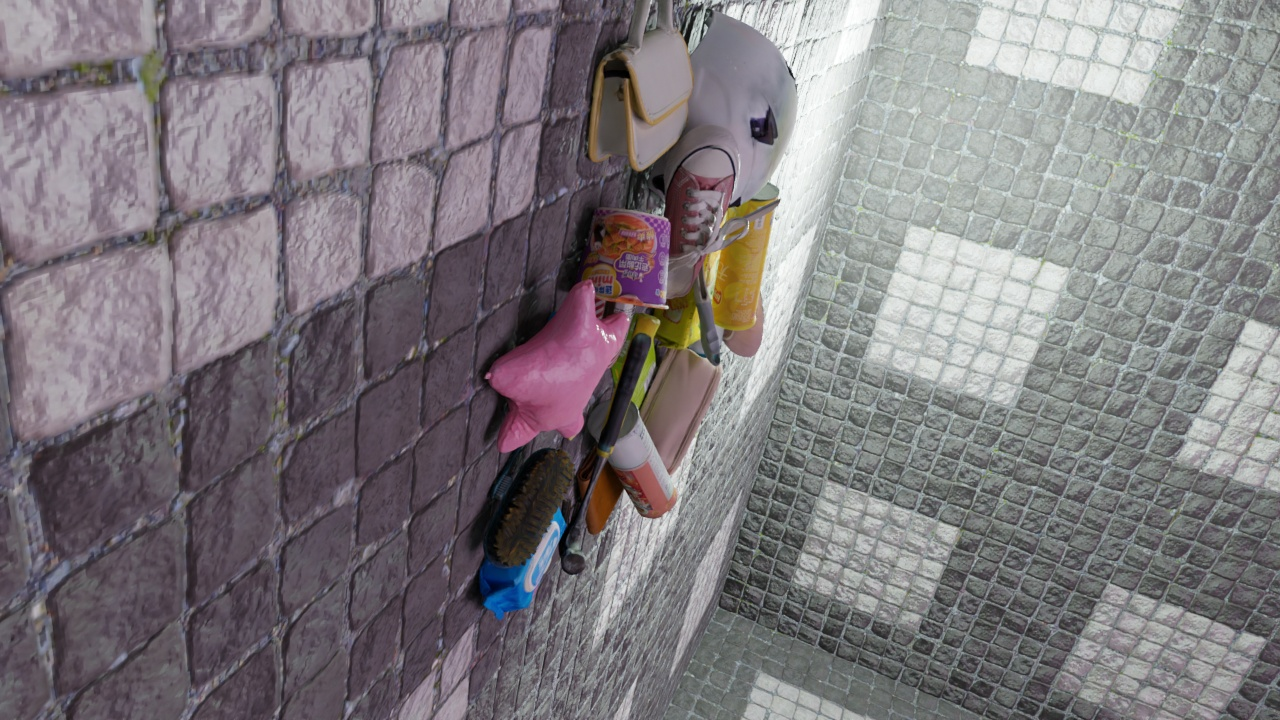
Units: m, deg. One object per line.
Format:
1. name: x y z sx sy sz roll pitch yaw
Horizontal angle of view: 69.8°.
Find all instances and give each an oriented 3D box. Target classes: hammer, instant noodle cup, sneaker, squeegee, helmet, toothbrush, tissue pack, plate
1. hammer: -0.042 0.096 1.140 0.126 0.032 0.323 -128 -124 -75
2. instant noodle cup: -0.015 -0.111 0.992 0.111 0.112 0.099 -2 103 -74
3. sneaker: 0.063 -0.156 1.074 0.242 0.118 0.087 109 -24 -43
4. squeegee: 0.091 -0.087 1.283 0.246 0.039 0.247 -28 137 -16
5. helmet: 0.117 -0.292 1.146 0.259 0.146 0.228 89 25 -54
6. toothbrush: -0.116 0.074 1.019 0.016 0.018 0.191 86 28 -58
7. tissue pack: -0.135 0.226 1.072 0.095 0.052 0.156 83 30 -59
8. plate: 0.158 -0.097 1.587 0.192 0.039 0.192 169 -89 -76

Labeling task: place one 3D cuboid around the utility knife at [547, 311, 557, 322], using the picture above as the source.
1. utility knife: -0.076 -0.001 1.036 0.166 0.018 0.034 67 34 -61

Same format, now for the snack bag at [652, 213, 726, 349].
1. snack bag: 0.083 -0.138 1.370 0.157 0.068 0.247 -33 140 -66

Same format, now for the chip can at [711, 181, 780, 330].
1. chip can: 0.147 -0.149 1.317 0.071 0.072 0.214 -51 154 -51

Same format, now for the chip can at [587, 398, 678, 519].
1. chip can: -0.006 0.142 1.289 0.071 0.071 0.215 -62 148 -29

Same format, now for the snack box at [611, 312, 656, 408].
1. snack box: -0.008 0.008 1.308 0.156 0.026 0.085 82 31 -61

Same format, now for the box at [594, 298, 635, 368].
1. box: -0.035 -0.071 1.097 0.074 0.064 0.164 -108 -148 -69

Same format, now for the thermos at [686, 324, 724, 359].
1. thermos: 0.111 -0.081 1.547 0.225 0.073 0.073 95 21 -44

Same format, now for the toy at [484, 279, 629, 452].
1. toy: -0.085 0.005 0.918 0.178 0.074 0.195 -2 123 -55

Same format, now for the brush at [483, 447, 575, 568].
1. brush: -0.126 0.160 1.006 0.074 0.055 0.143 -16 -139 59

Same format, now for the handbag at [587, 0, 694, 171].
1. handbag: 0.009 -0.297 0.935 0.162 0.063 0.179 -53 153 -53

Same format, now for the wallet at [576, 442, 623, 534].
1. wallet: -0.052 0.170 1.330 0.131 0.035 0.118 84 25 -45

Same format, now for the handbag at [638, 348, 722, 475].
1. handbag: 0.044 0.081 1.471 0.234 0.093 0.193 123 -8 -84

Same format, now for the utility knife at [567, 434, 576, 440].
1. utility knife: -0.094 0.041 1.018 0.030 0.018 0.152 -61 145 -31
